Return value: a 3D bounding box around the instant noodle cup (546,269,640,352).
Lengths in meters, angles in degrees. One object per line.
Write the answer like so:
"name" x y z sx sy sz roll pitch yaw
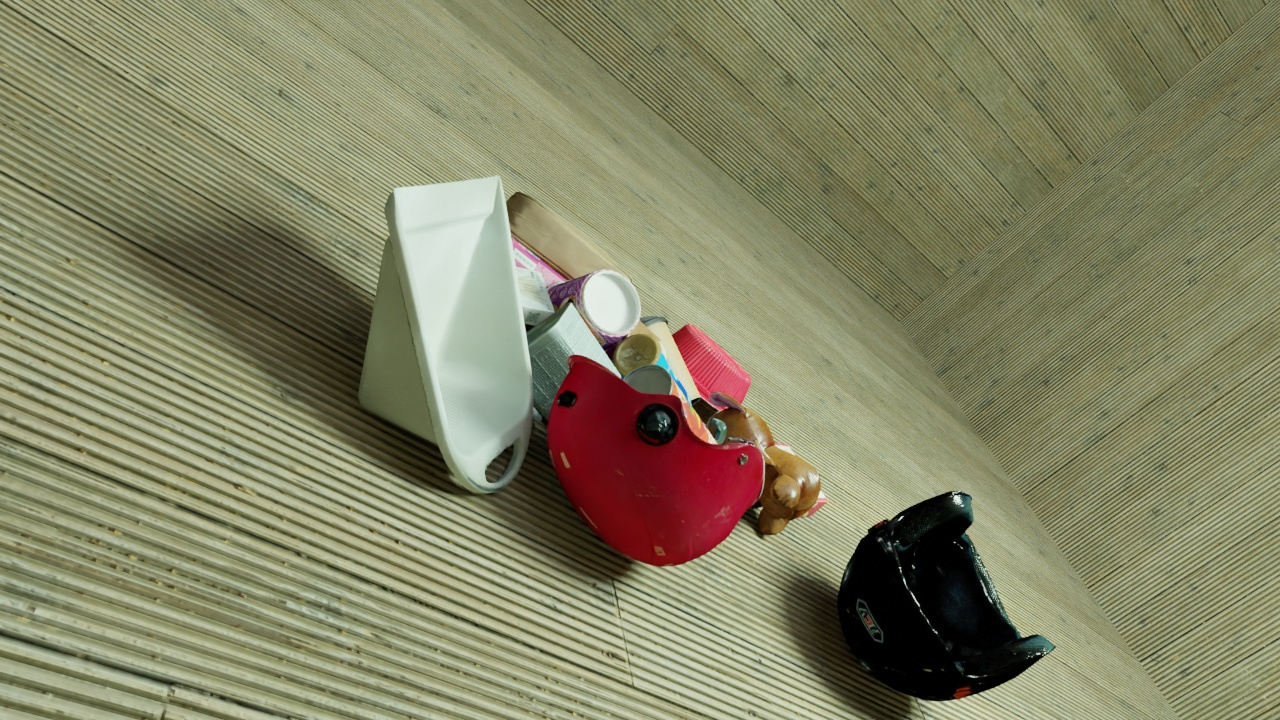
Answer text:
"instant noodle cup" -0.059 -0.058 1.120 0.111 0.099 0.111 9 73 -29

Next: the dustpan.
"dustpan" -0.149 -0.019 0.851 0.143 0.258 0.222 24 19 8

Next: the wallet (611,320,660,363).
"wallet" -0.007 0.007 1.196 0.101 0.020 0.115 37 63 -60

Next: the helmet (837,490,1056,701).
"helmet" 0.362 0.314 1.164 0.274 0.231 0.233 12 45 -44

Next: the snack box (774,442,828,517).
"snack box" 0.215 0.180 1.390 0.127 0.044 0.113 15 37 -57

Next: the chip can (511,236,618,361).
"chip can" -0.107 -0.070 1.197 0.210 0.071 0.071 38 22 -19

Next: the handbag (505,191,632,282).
"handbag" -0.117 -0.142 1.272 0.204 0.099 0.148 38 -5 -18

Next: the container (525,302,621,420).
"container" -0.087 0.011 1.045 0.111 0.090 0.089 53 20 -13

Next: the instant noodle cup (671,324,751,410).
"instant noodle cup" 0.104 0.009 1.413 0.194 0.066 0.193 42 8 -7

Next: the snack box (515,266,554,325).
"snack box" -0.183 -0.086 1.076 0.156 0.027 0.084 11 36 -28

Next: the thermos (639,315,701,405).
"thermos" 0.022 0.008 1.290 0.143 0.093 0.093 60 23 11

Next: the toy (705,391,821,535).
"toy" 0.150 0.141 1.262 0.130 0.140 0.199 -20 57 -22

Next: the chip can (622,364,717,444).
"chip can" 0.045 0.090 1.090 0.216 0.073 0.073 55 8 -46

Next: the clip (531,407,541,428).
"clip" -0.132 0.049 1.002 0.058 0.039 0.026 46 19 3

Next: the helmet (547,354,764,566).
"helmet" -0.006 0.115 0.918 0.240 0.143 0.207 34 -18 -3

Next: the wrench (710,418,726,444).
"wrench" 0.017 0.098 1.133 0.016 0.056 0.272 26 14 41

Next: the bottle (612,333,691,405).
"bottle" 0.026 0.047 1.169 0.065 0.065 0.219 62 1 36
